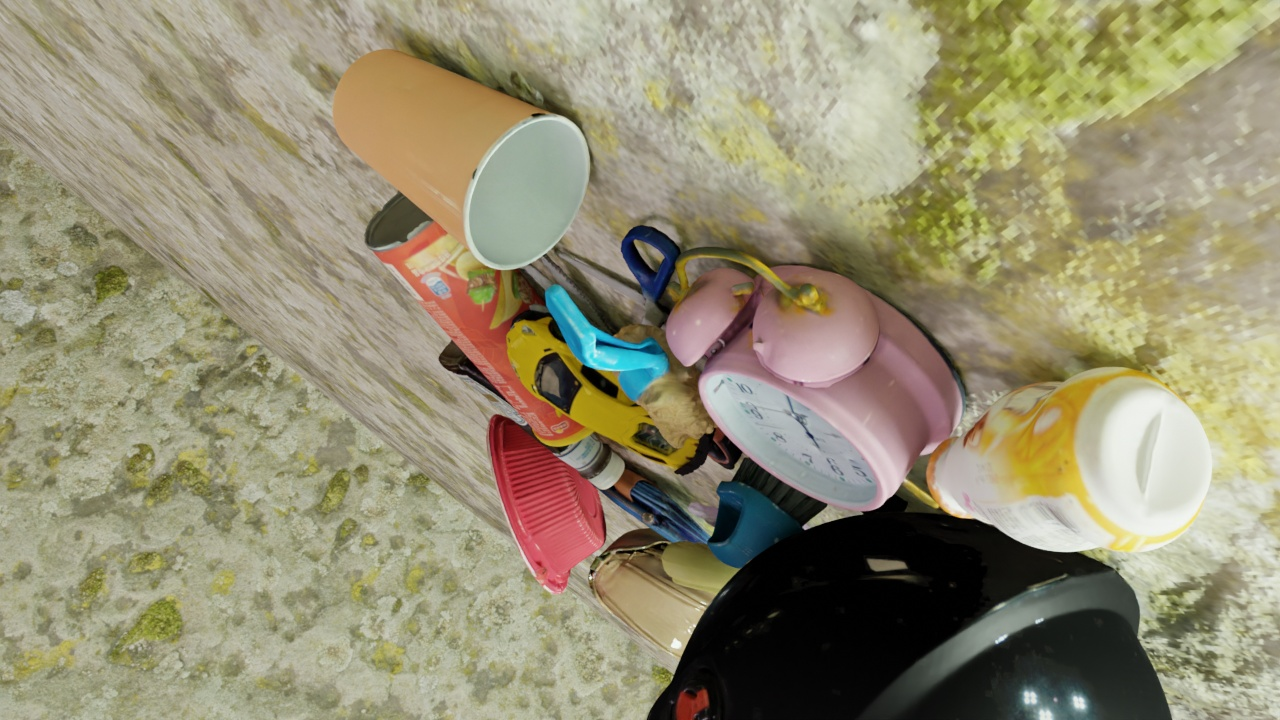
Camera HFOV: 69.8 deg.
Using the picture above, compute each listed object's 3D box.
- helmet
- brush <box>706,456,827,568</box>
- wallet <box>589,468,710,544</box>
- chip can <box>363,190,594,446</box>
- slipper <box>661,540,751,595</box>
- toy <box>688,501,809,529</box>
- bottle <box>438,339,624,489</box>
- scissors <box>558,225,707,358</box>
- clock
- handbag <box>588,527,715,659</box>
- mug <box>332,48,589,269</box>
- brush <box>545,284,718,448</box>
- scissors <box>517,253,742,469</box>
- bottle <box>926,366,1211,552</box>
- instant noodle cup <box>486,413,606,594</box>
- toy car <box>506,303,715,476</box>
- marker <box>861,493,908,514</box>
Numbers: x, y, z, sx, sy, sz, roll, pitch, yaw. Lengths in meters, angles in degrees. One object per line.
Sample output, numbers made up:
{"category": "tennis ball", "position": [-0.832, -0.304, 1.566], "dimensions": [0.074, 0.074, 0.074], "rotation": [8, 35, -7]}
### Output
{"category": "helmet", "position": [0.132, 0.191, 0.478], "dimensions": [0.233, 0.230, 0.275], "rotation": [20, 173, -38]}
{"category": "brush", "position": [0.074, 0.101, 0.598], "dimensions": [0.055, 0.073, 0.144], "rotation": [40, 174, 3]}
{"category": "wallet", "position": [0.013, 0.148, 0.910], "dimensions": [0.133, 0.040, 0.106], "rotation": [21, 161, 52]}
{"category": "chip can", "position": [-0.102, -0.028, 0.655], "dimensions": [0.073, 0.073, 0.216], "rotation": [18, 153, 47]}
{"category": "slipper", "position": [0.102, 0.199, 0.727], "dimensions": [0.190, 0.081, 0.092], "rotation": [18, 176, -5]}
{"category": "toy", "position": [0.093, 0.131, 0.709], "dimensions": [0.084, 0.039, 0.108], "rotation": [29, 166, -19]}
{"category": "bottle", "position": [-0.091, 0.047, 0.822], "dimensions": [0.195, 0.044, 0.080], "rotation": [43, 164, -25]}
{"category": "scissors", "position": [0.014, -0.030, 0.523], "dimensions": [0.173, 0.012, 0.162], "rotation": [32, 165, 25]}
{"category": "clock", "position": [0.073, 0.004, 0.418], "dimensions": [0.117, 0.059, 0.158], "rotation": [12, 146, 53]}
{"category": "handbag", "position": [0.028, 0.233, 0.968], "dimensions": [0.148, 0.100, 0.204], "rotation": [31, 179, 7]}
{"category": "mug", "position": [-0.095, -0.108, 0.458], "dimensions": [0.123, 0.078, 0.078], "rotation": [35, 163, 28]}
{"category": "brush", "position": [-0.004, 0.002, 0.447], "dimensions": [0.083, 0.046, 0.254], "rotation": [54, -175, 13]}
{"category": "scissors", "position": [-0.010, 0.005, 0.645], "dimensions": [0.196, 0.015, 0.216], "rotation": [34, 162, 14]}
{"category": "bottle", "position": [0.152, 0.040, 0.345], "dimensions": [0.063, 0.063, 0.108], "rotation": [40, 162, -4]}
{"category": "instant noodle cup", "position": [-0.087, 0.132, 0.924], "dimensions": [0.193, 0.066, 0.194], "rotation": [-21, -91, -85]}
{"category": "toy car", "position": [-0.022, 0.021, 0.603], "dimensions": [0.156, 0.041, 0.071], "rotation": [30, 139, 1]}
{"category": "marker", "position": [0.099, 0.055, 0.551], "dimensions": [0.132, 0.020, 0.022], "rotation": [35, 127, 10]}
